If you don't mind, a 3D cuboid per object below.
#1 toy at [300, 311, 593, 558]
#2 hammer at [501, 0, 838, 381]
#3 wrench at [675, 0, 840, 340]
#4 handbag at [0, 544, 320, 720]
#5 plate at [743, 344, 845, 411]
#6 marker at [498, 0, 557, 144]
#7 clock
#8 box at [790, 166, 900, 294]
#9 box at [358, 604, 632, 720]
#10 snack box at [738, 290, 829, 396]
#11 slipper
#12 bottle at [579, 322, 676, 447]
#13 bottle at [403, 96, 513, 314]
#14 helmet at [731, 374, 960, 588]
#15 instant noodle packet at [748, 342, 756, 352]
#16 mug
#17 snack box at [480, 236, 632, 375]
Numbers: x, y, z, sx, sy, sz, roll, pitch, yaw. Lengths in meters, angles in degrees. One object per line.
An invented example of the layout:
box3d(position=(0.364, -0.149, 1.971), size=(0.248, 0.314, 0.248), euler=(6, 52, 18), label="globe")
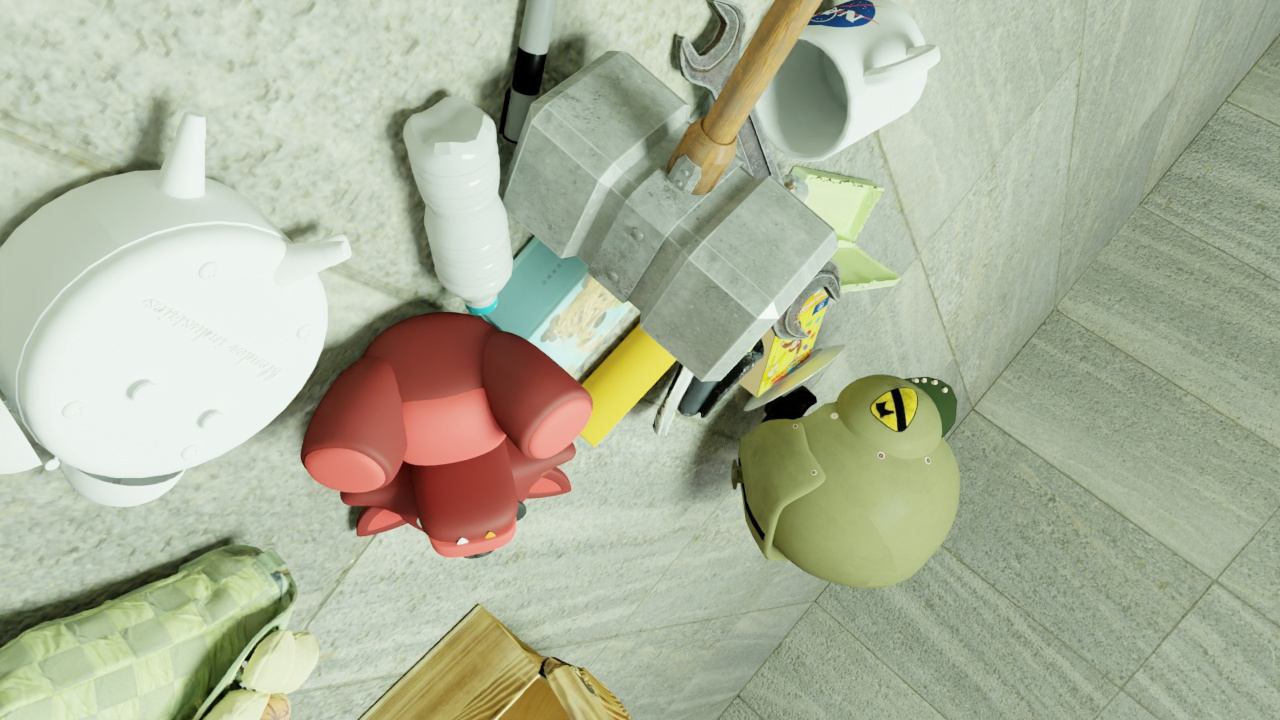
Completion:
box3d(position=(-0.113, 0.059, 0.566), size=(0.158, 0.120, 0.198), euler=(-13, 148, -14), label="toy")
box3d(position=(0.053, -0.131, 0.401), size=(0.082, 0.163, 0.319), euler=(-46, 176, -34), label="hammer")
box3d(position=(0.088, -0.120, 0.643), size=(0.070, 0.010, 0.273), euler=(-37, 129, -10), label="wrench")
box3d(position=(-0.263, 0.186, 0.492), size=(0.186, 0.117, 0.113), euler=(-18, 140, -52), label="handbag")
box3d(position=(0.170, 0.015, 1.033), size=(0.134, 0.011, 0.134), euler=(-34, -179, 0), label="plate")
box3d(position=(-0.051, -0.175, 0.460), size=(0.016, 0.016, 0.141), euler=(-25, 145, -42), label="marker")
box3d(position=(-0.197, -0.007, 0.384), size=(0.161, 0.073, 0.125), euler=(-48, 155, -5), label="clock")
box3d(position=(0.195, -0.125, 0.862), size=(0.187, 0.098, 0.082), euler=(-13, 137, -56), label="box")
box3d(position=(-0.080, 0.439, 0.900), size=(0.286, 0.336, 0.279), euler=(-45, 153, -15), label="box")
box3d(position=(0.145, -0.035, 0.947), size=(0.088, 0.040, 0.126), euler=(-34, 151, -30), label="snack box")
box3d(position=(0.085, -0.032, 0.789), size=(0.111, 0.063, 0.264), euler=(-66, -179, -67), label="slipper")
box3d(position=(-0.004, 0.004, 0.752), size=(0.143, 0.043, 0.043), euler=(-47, 155, -6), label="bottle")
box3d(position=(-0.094, -0.075, 0.494), size=(0.044, 0.044, 0.136), euler=(-37, 152, -25), label="bottle")
box3d(position=(0.218, 0.124, 1.010), size=(0.232, 0.256, 0.251), euler=(-41, 153, -25), label="helmet")
box3d(position=(0.055, -0.070, 0.694), size=(0.134, 0.026, 0.087), euler=(28, 105, -23), label="instant noodle packet")
box3d(position=(0.148, -0.198, 0.637), size=(0.089, 0.121, 0.091), euler=(-33, 115, -32), label="mug")
box3d(position=(-0.024, -0.072, 0.605), size=(0.174, 0.053, 0.075), euler=(-48, 156, -2), label="snack box")
